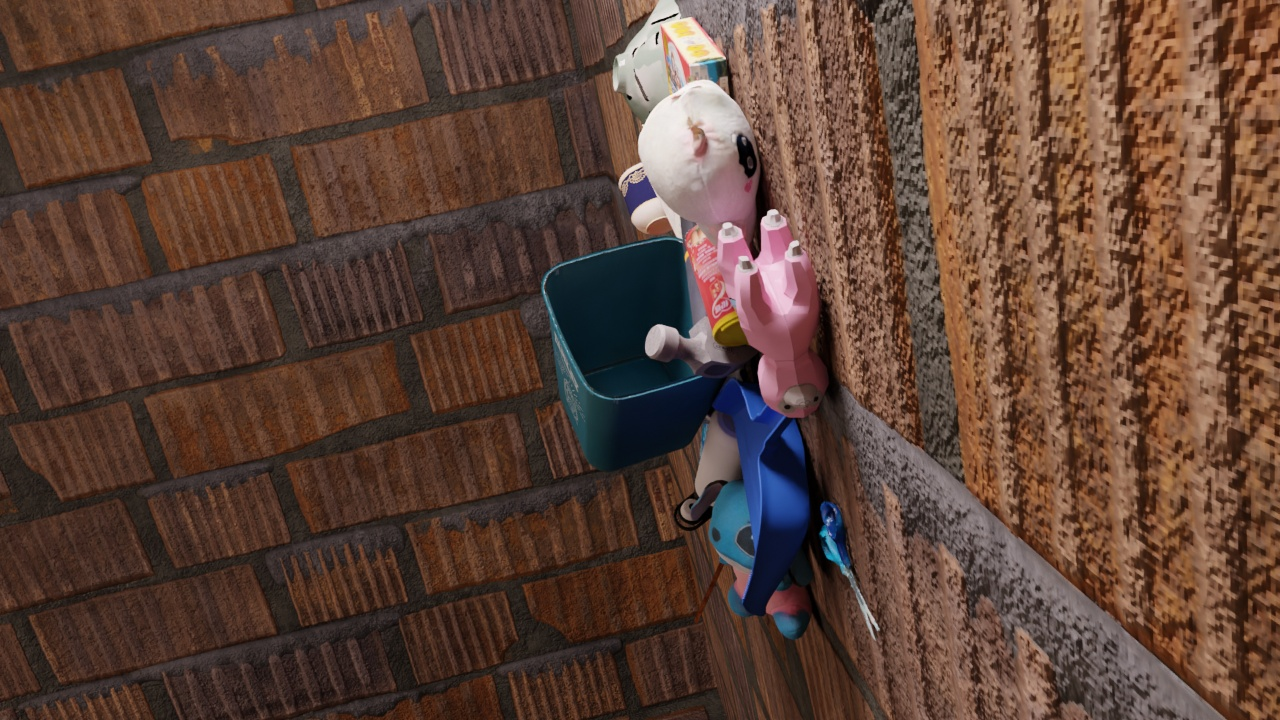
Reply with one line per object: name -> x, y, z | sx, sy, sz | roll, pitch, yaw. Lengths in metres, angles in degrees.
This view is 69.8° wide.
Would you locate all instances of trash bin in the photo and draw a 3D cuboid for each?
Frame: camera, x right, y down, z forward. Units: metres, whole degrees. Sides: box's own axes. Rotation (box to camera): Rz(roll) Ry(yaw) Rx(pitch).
trash bin -> -0.006, 0.006, 1.094 | 0.219, 0.199, 0.196 | 100, 150, -56

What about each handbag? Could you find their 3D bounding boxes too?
handbag -> 0.120, 0.256, 1.203 | 0.195, 0.043, 0.093 | -63, -11, -15

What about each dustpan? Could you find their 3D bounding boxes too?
dustpan -> 0.130, 0.091, 0.912 | 0.258, 0.059, 0.245 | 117, 153, -51

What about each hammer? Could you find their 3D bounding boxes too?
hammer -> 0.061, -0.121, 1.007 | 0.035, 0.139, 0.311 | -44, 41, 45

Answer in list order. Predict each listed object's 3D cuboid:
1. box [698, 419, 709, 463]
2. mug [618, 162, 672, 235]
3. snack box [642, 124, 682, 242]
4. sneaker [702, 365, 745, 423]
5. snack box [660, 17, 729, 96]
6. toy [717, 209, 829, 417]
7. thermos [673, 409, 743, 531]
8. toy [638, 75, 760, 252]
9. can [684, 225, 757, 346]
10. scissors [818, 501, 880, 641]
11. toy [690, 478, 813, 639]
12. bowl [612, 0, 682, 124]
box -> 0.133, 0.188, 1.411 | 0.243, 0.060, 0.175 | -119, 16, -80
mug -> 0.027, -0.247, 1.383 | 0.112, 0.085, 0.089 | -41, 58, 46
snack box -> 0.056, -0.206, 1.178 | 0.077, 0.044, 0.272 | 87, 167, -44
sneaker -> 0.096, 0.042, 1.245 | 0.245, 0.091, 0.111 | 96, 158, -66
snack box -> 0.061, -0.263, 0.951 | 0.142, 0.040, 0.145 | -106, 4, -53
toy -> 0.113, -0.035, 0.765 | 0.123, 0.067, 0.158 | -105, -1, -56
thermos -> 0.098, 0.139, 1.178 | 0.068, 0.101, 0.230 | 48, 155, 23
toy -> 0.066, -0.164, 0.842 | 0.138, 0.102, 0.179 | -88, -26, -47
can -> 0.091, -0.081, 0.928 | 0.067, 0.066, 0.124 | 83, 174, -63
scissors -> 0.188, 0.188, 0.827 | 0.134, 0.016, 0.083 | -108, 7, -46
toy -> 0.146, 0.235, 1.077 | 0.224, 0.098, 0.191 | 22, 132, 59
bowl -> 0.003, -0.345, 1.102 | 0.174, 0.068, 0.174 | 175, 91, -79
